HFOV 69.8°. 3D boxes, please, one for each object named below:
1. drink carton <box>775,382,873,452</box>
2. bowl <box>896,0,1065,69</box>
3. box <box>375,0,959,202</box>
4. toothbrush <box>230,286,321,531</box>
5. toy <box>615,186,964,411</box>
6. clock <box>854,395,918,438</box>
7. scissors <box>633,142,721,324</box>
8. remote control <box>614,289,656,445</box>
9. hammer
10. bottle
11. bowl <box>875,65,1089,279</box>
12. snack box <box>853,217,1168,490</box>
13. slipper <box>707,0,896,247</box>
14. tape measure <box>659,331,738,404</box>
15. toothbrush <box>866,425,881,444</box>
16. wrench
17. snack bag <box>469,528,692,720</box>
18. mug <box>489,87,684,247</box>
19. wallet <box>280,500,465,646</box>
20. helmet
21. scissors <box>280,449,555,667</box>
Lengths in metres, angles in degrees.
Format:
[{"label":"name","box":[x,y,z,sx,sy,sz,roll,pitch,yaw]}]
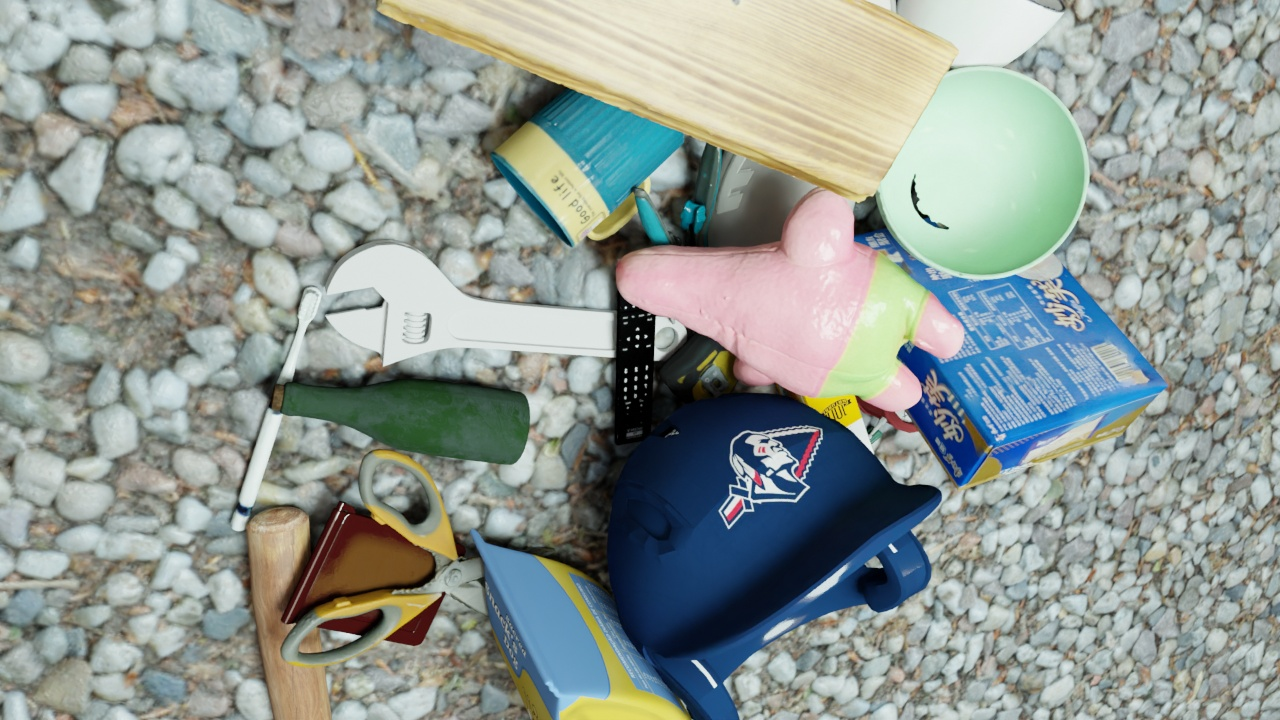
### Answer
[{"label":"drink carton","box":[0.155,0.050,0.773,0.040,0.058,0.122,-29,117,-9]},{"label":"bowl","box":[0.239,-0.257,0.666,0.116,0.116,0.066,12,132,-24]},{"label":"box","box":[0.035,-0.315,0.494,0.279,0.283,0.324,13,116,-25]},{"label":"toothbrush","box":[-0.254,0.036,0.636,0.012,0.017,0.187,20,102,-11]},{"label":"toy","box":[0.097,-0.035,0.638,0.236,0.096,0.193,15,139,-2]},{"label":"clock","box":[0.239,0.009,0.791,0.137,0.048,0.096,-19,115,-21]},{"label":"scissors","box":[0.027,-0.092,0.661,0.124,0.019,0.154,-11,124,-52]},{"label":"remote control","box":[-0.004,0.004,0.710,0.030,0.009,0.140,-9,121,-19]},{"label":"hammer","box":[-0.254,0.247,0.703,0.157,0.037,0.301,-7,112,-18]},{"label":"bottle","box":[-0.168,0.037,0.647,0.174,0.055,0.055,10,105,-24]},{"label":"bowl","box":[0.241,-0.132,0.680,0.151,0.077,0.151,0,90,0]},{"label":"snack box","box":[0.264,-0.020,0.706,0.155,0.202,0.069,-16,146,-15]},{"label":"slipper","box":[0.124,-0.157,0.662,0.113,0.080,0.266,14,104,-9]},{"label":"tape measure","box":[0.052,0.008,0.726,0.061,0.034,0.061,-46,134,-3]},{"label":"toothbrush","box":[0.144,0.127,0.821,0.189,0.016,0.017,-41,115,-3]},{"label":"wrench","box":[-0.088,-0.036,0.674,0.273,0.018,0.087,3,108,-23]},{"label":"snack bag","box":[-0.052,0.228,0.685,0.102,0.159,0.205,-36,131,-6]},{"label":"mug","box":[-0.030,-0.135,0.631,0.107,0.083,0.113,-44,146,-5]},{"label":"wallet","box":[-0.194,0.160,0.679,0.115,0.018,0.091,28,86,-43]},{"label":"helmet","box":[0.089,0.129,0.666,0.231,0.273,0.223,-28,92,-24]},{"label":"scissors","box":[-0.164,0.166,0.684,0.216,0.016,0.225,-46,130,-17]}]
